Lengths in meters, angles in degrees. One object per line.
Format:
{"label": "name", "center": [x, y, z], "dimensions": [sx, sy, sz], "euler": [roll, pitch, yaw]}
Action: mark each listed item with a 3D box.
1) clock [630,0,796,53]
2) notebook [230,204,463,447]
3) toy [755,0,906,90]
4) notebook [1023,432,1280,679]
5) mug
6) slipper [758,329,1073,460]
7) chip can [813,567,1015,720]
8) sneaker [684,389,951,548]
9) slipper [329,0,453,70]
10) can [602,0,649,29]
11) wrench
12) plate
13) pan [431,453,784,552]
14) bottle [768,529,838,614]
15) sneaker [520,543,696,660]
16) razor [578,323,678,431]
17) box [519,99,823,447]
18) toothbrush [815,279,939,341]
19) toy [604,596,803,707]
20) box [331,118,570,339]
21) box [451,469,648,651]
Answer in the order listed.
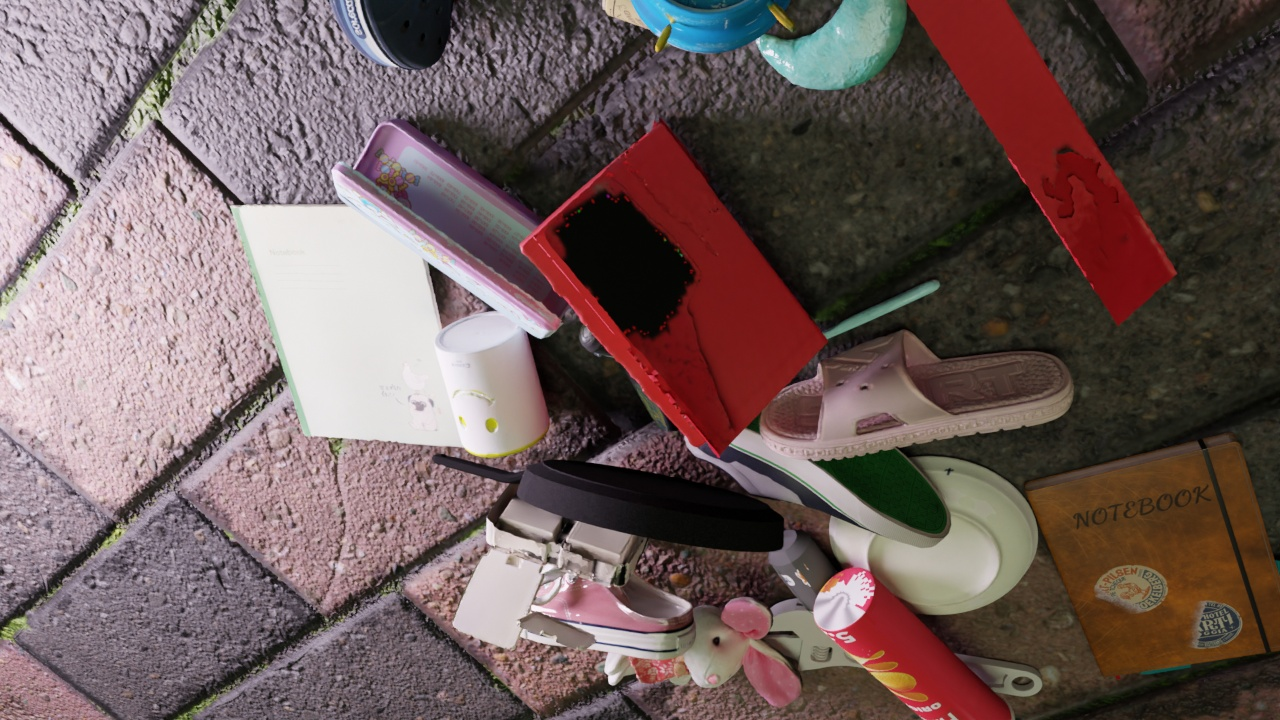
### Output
{"label": "clock", "center": [0.042, -0.280, 0.585], "dimensions": [0.117, 0.060, 0.161], "euler": [-9, 95, 6]}
{"label": "notebook", "center": [-0.271, -0.028, 0.867], "dimensions": [0.182, 0.010, 0.253], "euler": [3, 121, 14]}
{"label": "toy", "center": [0.137, -0.231, 0.624], "dimensions": [0.085, 0.033, 0.105], "euler": [39, 124, 4]}
{"label": "notebook", "center": [0.463, 0.182, 0.795], "dimensions": [0.179, 0.014, 0.249], "euler": [-20, 114, 25]}
{"label": "mug", "center": [-0.131, 0.021, 0.816], "dimensions": [0.083, 0.082, 0.106], "euler": [-2, 119, 16]}
{"label": "slipper", "center": [0.209, 0.017, 0.718], "dimensions": [0.239, 0.094, 0.064], "euler": [-9, 122, 13]}
{"label": "chip can", "center": [0.255, 0.283, 0.851], "dimensions": [0.069, 0.069, 0.220], "euler": [-35, 112, 30]}
{"label": "sneaker", "center": [0.147, 0.099, 0.789], "dimensions": [0.235, 0.084, 0.079], "euler": [28, 133, 8]}
{"label": "slipper", "center": [-0.134, -0.307, 0.603], "dimensions": [0.095, 0.104, 0.253], "euler": [25, 121, 8]}
{"label": "can", "center": [0.016, -0.248, 0.639], "dimensions": [0.079, 0.038, 0.038], "euler": [20, 123, 2]}
{"label": "wrench", "center": [0.259, 0.290, 0.914], "dimensions": [0.273, 0.018, 0.087], "euler": [7, 122, 9]}
{"label": "plate", "center": [0.263, 0.169, 0.829], "dimensions": [0.182, 0.034, 0.183], "euler": [7, 122, 11]}
{"label": "pan", "center": [-0.046, 0.110, 0.805], "dimensions": [0.357, 0.225, 0.034], "euler": [10, 88, 30]}
{"label": "bottle", "center": [0.165, 0.209, 0.873], "dimensions": [0.047, 0.046, 0.112], "euler": [-29, 109, 28]}
{"label": "sneaker", "center": [-0.055, 0.224, 0.902], "dimensions": [0.241, 0.118, 0.088], "euler": [2, 102, 33]}
{"label": "razor", "center": [-0.005, 0.005, 0.785], "dimensions": [0.067, 0.054, 0.151], "euler": [-35, 121, -17]}
{"label": "box", "center": [0.024, -0.094, 0.806], "dimensions": [0.153, 0.324, 0.214], "euler": [-37, 107, 14]}
{"label": "toothbrush", "center": [0.158, -0.027, 0.750], "dimensions": [0.181, 0.016, 0.016], "euler": [-25, 103, 27]}
{"label": "toy", "center": [0.056, 0.294, 0.932], "dimensions": [0.194, 0.084, 0.159], "euler": [-9, 124, 18]}
{"label": "box", "center": [-0.147, -0.100, 0.751], "dimensions": [0.214, 0.096, 0.077], "euler": [35, 139, -8]}
{"label": "box", "center": [-0.082, 0.192, 0.838], "dimensions": [0.143, 0.190, 0.069], "euler": [16, 120, 13]}
